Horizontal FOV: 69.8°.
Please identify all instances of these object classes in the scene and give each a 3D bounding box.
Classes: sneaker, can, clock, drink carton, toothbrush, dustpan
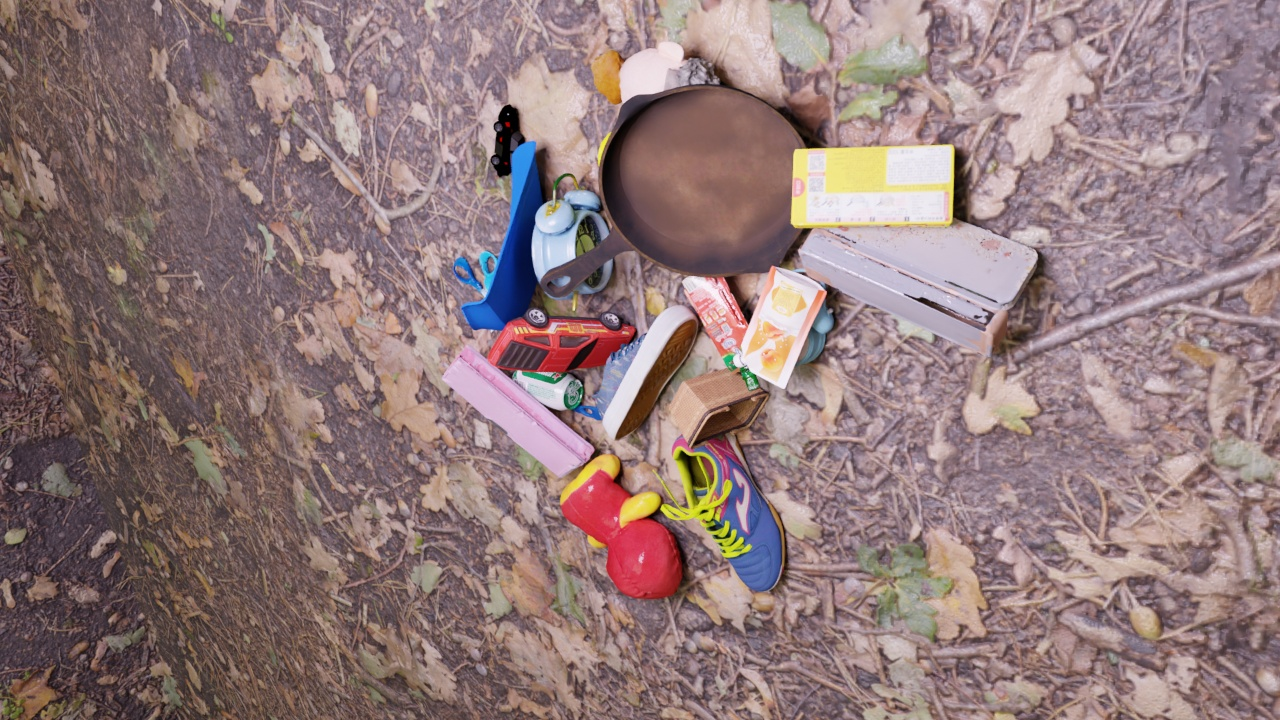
[{"bbox_3d":[0.102,0.198,1.168,0.116,0.090,0.242,-18,99,39],"label":"sneaker"},{"bbox_3d":[-0.134,0.037,1.299,0.101,0.053,0.053,14,119,33],"label":"can"},{"bbox_3d":[-0.086,-0.150,1.135,0.060,0.117,0.162,0,117,26],"label":"clock"},{"bbox_3d":[0.150,-0.035,1.006,0.069,0.038,0.122,29,114,24],"label":"drink carton"},{"bbox_3d":[-0.007,0.007,1.169,0.079,0.087,0.236,48,136,19],"label":"sneaker"},{"bbox_3d":[-0.081,0.069,1.298,0.132,0.016,0.021,11,122,34],"label":"toothbrush"},{"bbox_3d":[-0.165,-0.108,1.197,0.059,0.245,0.258,7,151,10],"label":"dustpan"},{"bbox_3d":[0.175,-0.045,1.036,0.087,0.041,0.123,27,119,25],"label":"clock"}]

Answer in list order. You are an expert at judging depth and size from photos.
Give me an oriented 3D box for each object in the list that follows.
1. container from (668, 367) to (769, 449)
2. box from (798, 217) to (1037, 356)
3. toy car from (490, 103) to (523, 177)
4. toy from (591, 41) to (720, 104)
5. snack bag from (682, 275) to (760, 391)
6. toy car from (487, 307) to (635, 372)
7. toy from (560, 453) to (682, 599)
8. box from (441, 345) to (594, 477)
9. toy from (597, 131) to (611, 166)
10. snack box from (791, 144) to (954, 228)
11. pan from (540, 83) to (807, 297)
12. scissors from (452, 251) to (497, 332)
[{"bbox_3d":[0.090,0.054,1.103,0.061,0.113,0.063,48,132,27],"label":"container"},{"bbox_3d":[0.271,-0.087,0.926,0.216,0.094,0.108,28,147,25],"label":"box"},{"bbox_3d":[-0.169,-0.283,1.186,0.036,0.042,0.092,14,121,4],"label":"toy car"},{"bbox_3d":[0.022,-0.294,1.010,0.176,0.076,0.133,31,139,20],"label":"toy"},{"bbox_3d":[0.101,-0.035,1.078,0.155,0.044,0.087,64,155,5],"label":"snack bag"},{"bbox_3d":[-0.097,-0.021,1.164,0.082,0.189,0.056,-50,53,42],"label":"toy car"},{"bbox_3d":[-0.025,0.245,1.289,0.216,0.098,0.148,53,140,12],"label":"toy"},{"bbox_3d":[-0.176,0.076,1.296,0.233,0.046,0.098,41,153,-9],"label":"box"},{"bbox_3d":[-0.010,-0.231,1.087,0.095,0.041,0.094,24,128,27],"label":"toy"},{"bbox_3d":[0.225,-0.168,0.894,0.152,0.025,0.075,1,92,13],"label":"snack box"},{"bbox_3d":[0.022,-0.167,1.015,0.357,0.043,0.248,-29,120,31],"label":"pan"},{"bbox_3d":[-0.233,-0.099,1.342,0.104,0.015,0.134,10,120,30],"label":"scissors"}]
